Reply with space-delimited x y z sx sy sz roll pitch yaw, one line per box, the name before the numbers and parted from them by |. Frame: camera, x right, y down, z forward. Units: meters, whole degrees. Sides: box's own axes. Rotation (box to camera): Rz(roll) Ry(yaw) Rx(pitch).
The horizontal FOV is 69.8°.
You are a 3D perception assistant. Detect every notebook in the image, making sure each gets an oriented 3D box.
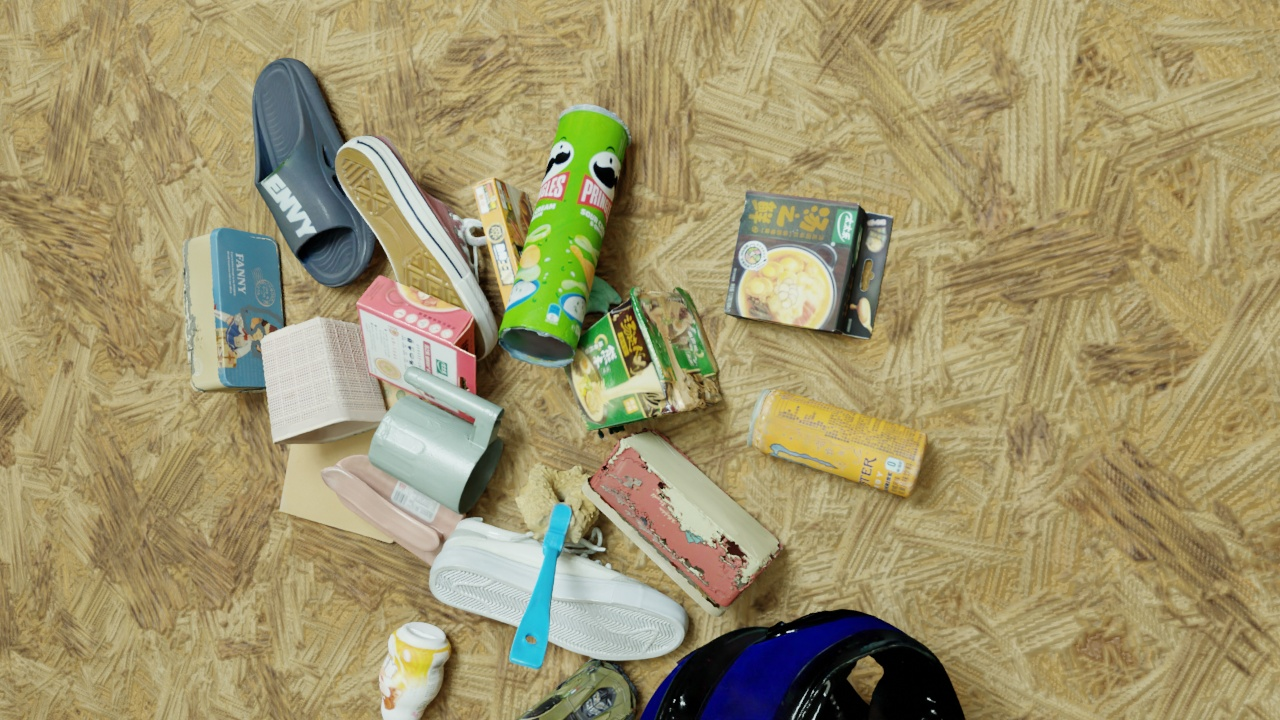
notebook | -0.306 0.076 0.976 0.148 0.008 0.207 11 92 18

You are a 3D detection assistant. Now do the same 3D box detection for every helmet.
helmet | 0.105 0.330 0.712 0.241 0.246 0.315 8 99 61

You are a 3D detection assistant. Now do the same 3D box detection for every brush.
brush | -0.078 0.167 0.788 0.083 0.254 0.046 17 114 -5
brush | -0.248 0.142 0.915 0.145 0.073 0.063 30 96 10

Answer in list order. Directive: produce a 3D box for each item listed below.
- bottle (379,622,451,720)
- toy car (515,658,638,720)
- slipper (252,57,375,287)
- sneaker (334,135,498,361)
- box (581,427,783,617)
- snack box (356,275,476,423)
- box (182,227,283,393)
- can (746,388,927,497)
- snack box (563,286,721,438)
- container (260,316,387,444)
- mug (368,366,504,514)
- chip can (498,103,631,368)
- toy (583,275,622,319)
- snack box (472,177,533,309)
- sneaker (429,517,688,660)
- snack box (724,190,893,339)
bottle | -0.230 0.321 0.916 0.063 0.063 0.108 17 94 18
toy car | -0.068 0.347 0.876 0.158 0.042 0.070 -43 76 15
slipper | -0.364 -0.197 0.954 0.111 0.083 0.268 -29 77 31
sneaker | -0.200 -0.116 0.901 0.119 0.087 0.241 -18 107 42
box | 0.042 0.134 0.815 0.168 0.091 0.080 41 108 15
snack box | -0.204 -0.009 0.887 0.127 0.113 0.044 24 53 8
box | -0.432 -0.056 0.978 0.059 0.089 0.184 -5 88 24
can | 0.170 0.070 0.794 0.146 0.058 0.058 16 94 18
snack box | -0.005 0.005 0.832 0.106 0.118 0.117 -24 82 26
container | -0.323 0.021 0.932 0.090 0.089 0.111 -17 81 17
mug | -0.192 0.074 0.884 0.103 0.083 0.124 25 119 9
chip can | -0.066 -0.114 0.824 0.072 0.072 0.235 5 67 18
toy | -0.061 -0.071 0.870 0.092 0.096 0.030 33 125 0
snack box | -0.115 -0.094 0.882 0.026 0.075 0.153 -18 83 17
sneaker | -0.071 0.208 0.867 0.242 0.090 0.090 16 125 0
snack box | 0.148 -0.085 0.814 0.126 0.053 0.113 11 92 23
